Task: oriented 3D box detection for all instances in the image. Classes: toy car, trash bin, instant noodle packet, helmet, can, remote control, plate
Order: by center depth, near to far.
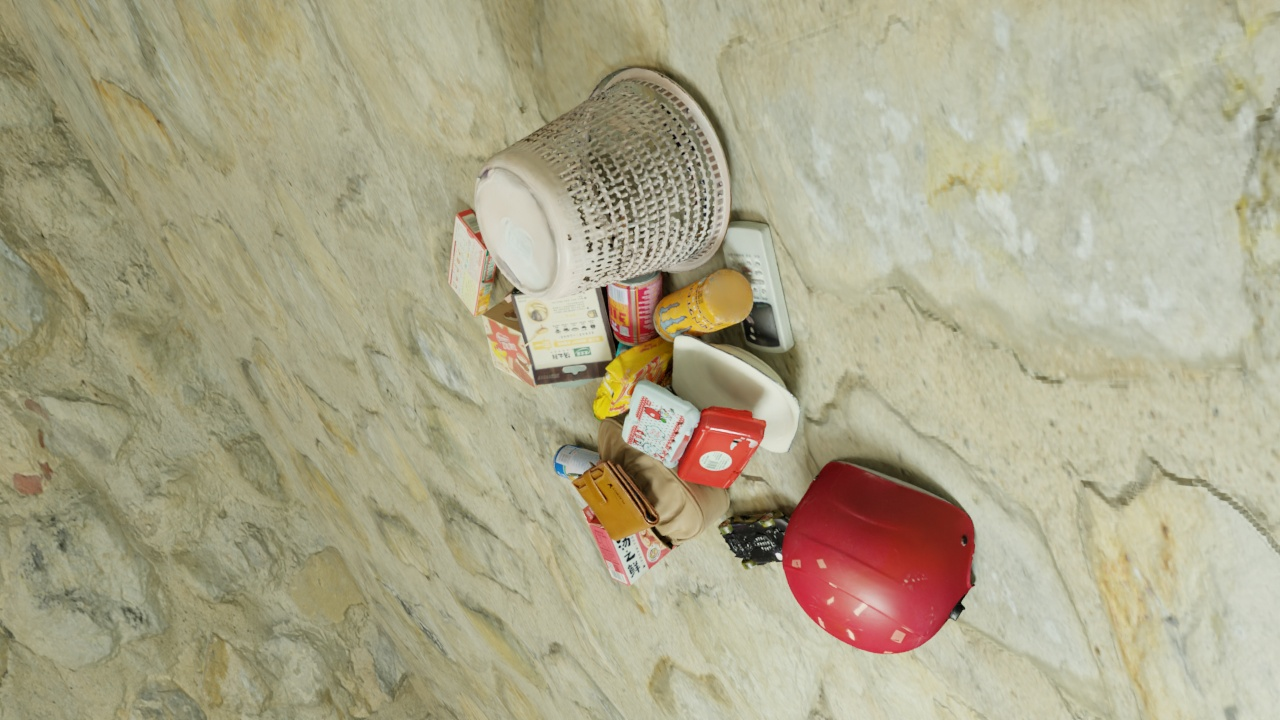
[{"bbox_3d":[-0.052,-0.163,0.939,0.227,0.191,0.228,32,138,35],"label":"trash bin"},{"bbox_3d":[0.123,-0.076,0.975,0.058,0.021,0.150,12,128,45],"label":"remote control"},{"bbox_3d":[0.066,-0.057,1.004,0.058,0.058,0.146,57,158,-5],"label":"can"},{"bbox_3d":[0.244,0.241,1.010,0.207,0.143,0.240,21,136,35],"label":"helmet"},{"bbox_3d":[0.112,0.030,1.043,0.164,0.034,0.164,30,156,16],"label":"plate"},{"bbox_3d":[-0.005,-0.071,1.091,0.066,0.066,0.094,27,138,33],"label":"can"},{"bbox_3d":[0.004,0.016,1.101,0.044,0.128,0.111,51,147,20],"label":"instant noodle packet"},{"bbox_3d":[0.160,0.229,1.183,0.070,0.042,0.158,58,147,-7],"label":"toy car"},{"bbox_3d":[-0.071,0.165,1.391,0.135,0.053,0.053,11,128,45],"label":"can"}]

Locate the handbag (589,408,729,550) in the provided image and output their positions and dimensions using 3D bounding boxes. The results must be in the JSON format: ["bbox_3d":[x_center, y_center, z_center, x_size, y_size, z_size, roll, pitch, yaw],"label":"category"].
[{"bbox_3d":[0.016,0.161,1.243,0.204,0.099,0.148,45,142,20],"label":"handbag"}]

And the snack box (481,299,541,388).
[{"bbox_3d":[-0.160,-0.031,1.301,0.093,0.076,0.094,25,137,36],"label":"snack box"}]

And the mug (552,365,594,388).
[{"bbox_3d":[-0.078,-0.030,1.217,0.124,0.083,0.103,-9,114,24],"label":"mug"}]

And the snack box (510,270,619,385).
[{"bbox_3d":[-0.090,-0.041,1.139,0.113,0.053,0.126,-7,120,11],"label":"snack box"}]

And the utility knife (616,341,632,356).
[{"bbox_3d":[-0.007,0.007,1.193,0.029,0.013,0.178,-29,110,15],"label":"utility knife"}]

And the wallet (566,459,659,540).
[{"bbox_3d":[-0.038,0.181,1.222,0.119,0.035,0.131,50,150,0],"label":"wallet"}]

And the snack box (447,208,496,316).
[{"bbox_3d":[-0.246,-0.140,1.343,0.077,0.027,0.156,50,147,19],"label":"snack box"}]

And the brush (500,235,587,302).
[{"bbox_3d":[-0.119,-0.120,1.174,0.146,0.063,0.073,-27,108,45],"label":"brush"}]

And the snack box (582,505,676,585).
[{"bbox_3d":[-0.010,0.241,1.332,0.044,0.113,0.127,9,127,51],"label":"snack box"}]

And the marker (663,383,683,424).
[{"bbox_3d":[0.031,0.034,1.186,0.017,0.016,0.146,-16,107,54],"label":"marker"}]

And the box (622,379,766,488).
[{"bbox_3d":[0.056,0.091,1.086,0.161,0.049,0.201,19,155,2],"label":"box"}]
